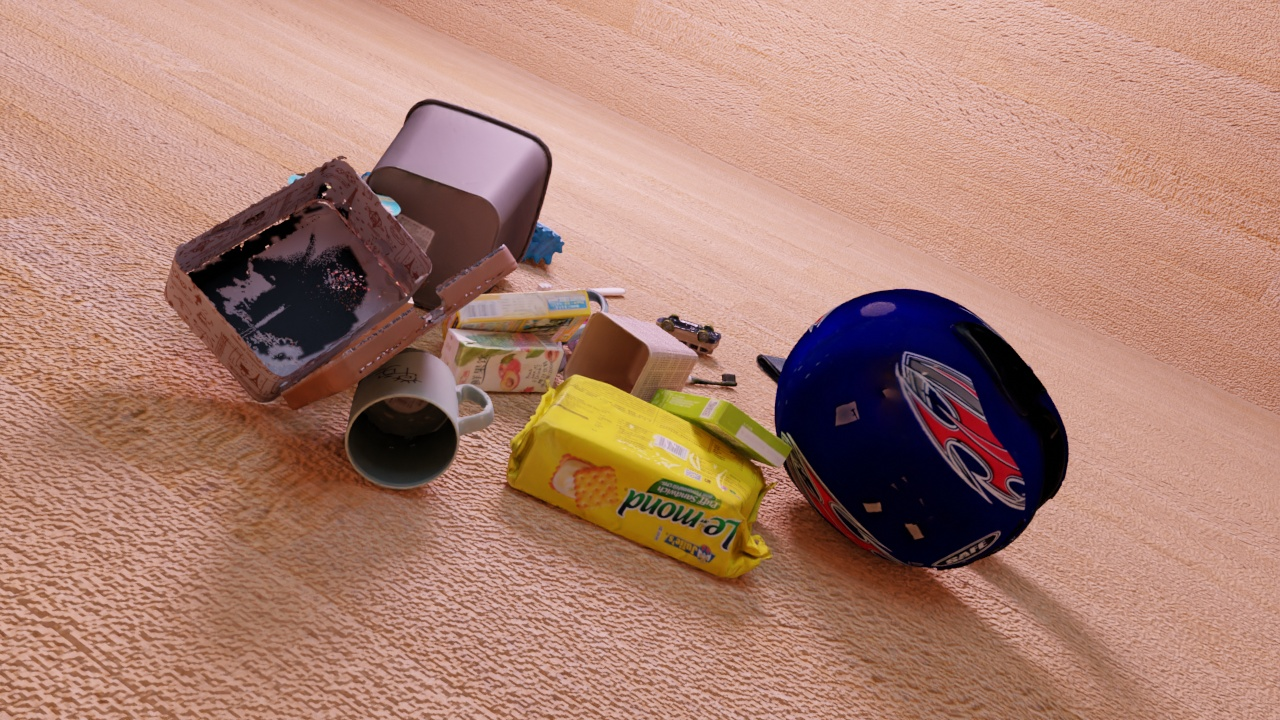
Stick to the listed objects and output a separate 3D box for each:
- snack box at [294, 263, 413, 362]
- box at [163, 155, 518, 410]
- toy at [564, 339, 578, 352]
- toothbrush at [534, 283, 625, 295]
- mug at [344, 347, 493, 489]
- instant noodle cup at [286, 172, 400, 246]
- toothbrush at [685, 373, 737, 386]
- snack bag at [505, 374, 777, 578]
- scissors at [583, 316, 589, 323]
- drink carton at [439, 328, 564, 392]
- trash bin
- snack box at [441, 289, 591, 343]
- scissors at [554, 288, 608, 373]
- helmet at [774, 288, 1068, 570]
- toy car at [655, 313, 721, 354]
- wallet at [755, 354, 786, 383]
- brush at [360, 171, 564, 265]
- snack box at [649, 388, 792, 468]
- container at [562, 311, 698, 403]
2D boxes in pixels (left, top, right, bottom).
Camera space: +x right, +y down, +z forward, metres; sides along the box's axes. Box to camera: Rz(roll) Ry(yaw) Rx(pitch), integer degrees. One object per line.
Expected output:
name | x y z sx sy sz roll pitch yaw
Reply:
snack box | -0.278 -0.050 0.880 0.092 0.077 0.094 11 24 -28
box | -0.247 -0.073 0.723 0.180 0.218 0.158 -42 106 -34
toy | -0.047 -0.019 1.088 0.107 0.039 0.084 -5 29 -43
toothbrush | -0.080 -0.099 1.280 0.016 0.016 0.179 39 26 31
mug | -0.175 0.040 0.738 0.111 0.082 0.106 -7 23 -8
instant noodle cup | -0.317 -0.116 0.942 0.111 0.121 0.111 19 20 -7
toothbrush | 0.047 0.019 1.121 0.185 0.017 0.012 6 -12 -35
snack bag | 0.006 0.096 0.825 0.246 0.068 0.157 24 21 2
scissors | -0.037 -0.037 1.181 0.137 0.017 0.072 23 11 -9
drink carton | -0.143 0.000 0.928 0.122 0.054 0.045 3 27 -42
trash bin | -0.232 -0.177 1.096 0.198 0.199 0.219 19 28 -5
snack box | -0.131 -0.042 0.958 0.140 0.087 0.033 -3 73 -22
scissors | -0.086 -0.037 1.052 0.161 0.019 0.179 -14 35 -11
helmet | 0.277 0.085 0.901 0.315 0.248 0.239 43 35 -8
toy car | 0.063 -0.036 1.245 0.090 0.035 0.042 20 19 10
wallet | 0.228 0.030 1.273 0.097 0.019 0.121 8 27 -35
brush | -0.263 -0.213 1.336 0.314 0.061 0.109 17 16 -8
snack box | 0.074 0.064 0.907 0.085 0.026 0.156 35 -11 -20
container | -0.006 0.006 0.995 0.090 0.090 0.110 36 18 30
